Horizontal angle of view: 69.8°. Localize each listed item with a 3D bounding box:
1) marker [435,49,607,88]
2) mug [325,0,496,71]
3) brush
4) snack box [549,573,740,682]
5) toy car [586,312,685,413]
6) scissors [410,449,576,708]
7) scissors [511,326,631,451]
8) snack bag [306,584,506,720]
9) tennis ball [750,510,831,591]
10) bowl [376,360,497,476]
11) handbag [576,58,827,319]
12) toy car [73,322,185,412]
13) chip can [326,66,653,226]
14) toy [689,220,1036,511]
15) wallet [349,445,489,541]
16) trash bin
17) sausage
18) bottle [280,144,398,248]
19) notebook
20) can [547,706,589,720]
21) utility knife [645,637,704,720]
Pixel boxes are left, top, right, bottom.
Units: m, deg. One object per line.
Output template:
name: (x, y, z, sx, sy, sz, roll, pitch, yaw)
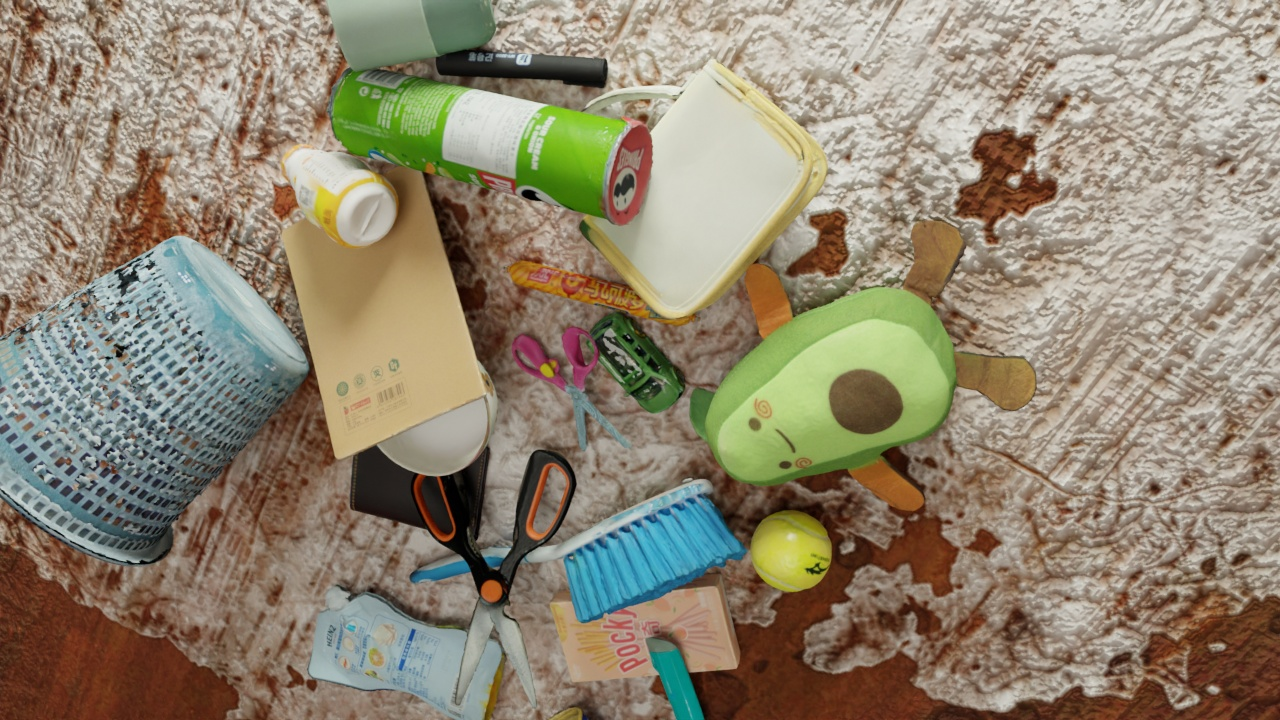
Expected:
marker: (-0.090, -0.221, 0.692, 0.132, 0.020, 0.022, 6, 138, 9)
mug: (-0.164, -0.269, 0.658, 0.106, 0.082, 0.111, -13, 63, -2)
brush: (-0.065, 0.178, 0.795, 0.315, 0.060, 0.109, -28, 71, 18)
snack box: (0.004, 0.240, 0.818, 0.157, 0.026, 0.084, -11, 105, 15)
toy car: (-0.004, 0.004, 0.739, 0.043, 0.036, 0.091, -41, 99, 20)
scissors: (-0.128, 0.171, 0.781, 0.222, 0.021, 0.221, 36, 92, 13)
scissors: (-0.051, 0.021, 0.747, 0.133, 0.017, 0.129, 45, 138, 4)
snack bag: (-0.227, 0.285, 0.880, 0.191, 0.038, 0.110, 17, 116, 9)
tennis ball: (0.122, 0.154, 0.742, 0.065, 0.065, 0.065, 4, 109, 11)
bowl: (-0.168, 0.034, 0.770, 0.113, 0.062, 0.113, 4, 107, 13)
handbag: (0.027, -0.141, 0.678, 0.178, 0.063, 0.164, 46, 112, 11)
toy car: (-0.458, 0.014, 0.844, 0.122, 0.037, 0.056, 42, 110, -16)
chip can: (-0.110, -0.160, 0.664, 0.236, 0.072, 0.072, 17, 111, 19)
toy: (0.151, 0.018, 0.679, 0.247, 0.089, 0.227, -31, 96, 18)
wallet: (-0.199, 0.106, 0.825, 0.122, 0.020, 0.096, 13, 110, 6)
trash bin: (-0.388, 0.016, 0.733, 0.195, 0.227, 0.226, -40, 96, -7)
sausage: (-0.032, -0.054, 0.732, 0.165, 0.021, 0.021, 14, 110, 7)
bottle: (-0.240, -0.134, 0.720, 0.108, 0.063, 0.063, 36, 115, 31)
notebook: (-0.210, -0.042, 0.736, 0.148, 0.008, 0.207, -23, 75, 19)
can: (-0.094, 0.387, 0.864, 0.148, 0.074, 0.049, -39, 99, 21)
utility knife: (0.044, 0.324, 0.828, 0.029, 0.013, 0.209, -11, 117, 13)
